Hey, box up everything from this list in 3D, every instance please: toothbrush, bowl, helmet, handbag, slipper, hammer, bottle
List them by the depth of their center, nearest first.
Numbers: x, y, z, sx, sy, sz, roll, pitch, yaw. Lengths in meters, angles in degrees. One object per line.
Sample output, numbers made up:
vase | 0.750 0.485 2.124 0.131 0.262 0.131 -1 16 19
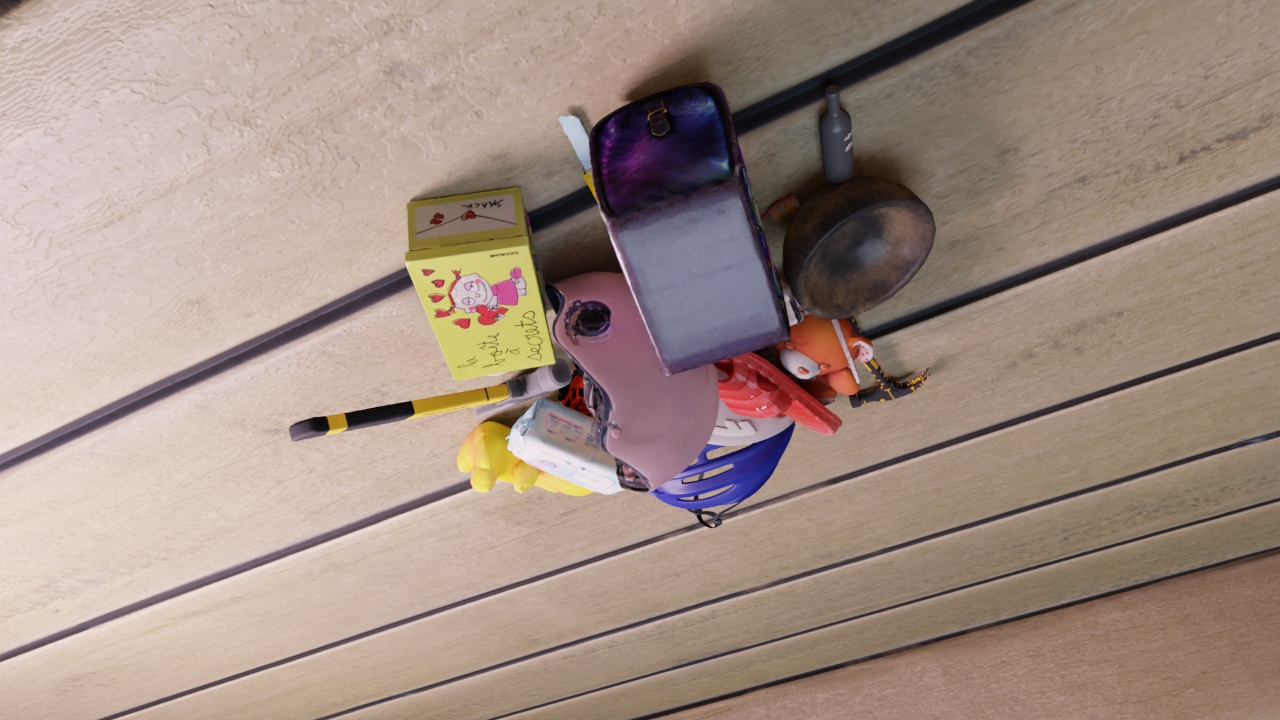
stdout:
handbag | 0.046 -0.119 0.819 0.125 0.221 0.205 -17 124 10
bottle | 0.186 -0.217 0.876 0.030 0.030 0.113 -15 147 7
bowl | 0.221 -0.125 0.967 0.162 0.070 0.162 -16 141 -13
helmet | -0.006 0.006 0.989 0.152 0.255 0.230 -28 151 -2
toothbrush | 0.096 -0.127 1.006 0.185 0.015 0.015 -30 148 30
toothbrush | 0.210 -0.046 1.009 0.010 0.181 0.010 7 137 -21
hammer | -0.245 0.054 1.059 0.323 0.034 0.170 -10 171 -44
slipper | 0.141 0.042 1.107 0.248 0.059 0.104 31 169 -25
slipper | 0.077 0.051 1.197 0.266 0.112 0.081 -7 150 7
hammer | 0.297 -0.014 1.220 0.123 0.036 0.320 -19 148 22
helmet | 0.112 0.152 1.315 0.242 0.147 0.228 -15 143 8

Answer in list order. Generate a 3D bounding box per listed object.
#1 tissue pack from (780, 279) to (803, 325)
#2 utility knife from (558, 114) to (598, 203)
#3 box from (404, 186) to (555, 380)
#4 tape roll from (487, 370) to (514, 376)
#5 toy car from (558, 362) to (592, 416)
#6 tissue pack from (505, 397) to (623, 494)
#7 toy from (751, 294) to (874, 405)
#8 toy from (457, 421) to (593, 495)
tissue pack | 0.108 -0.054 0.964 0.104 0.181 0.071 -23 104 -2
utility knife | -0.036 -0.168 0.909 0.030 0.019 0.219 -24 143 5
box | -0.162 -0.071 0.960 0.124 0.081 0.221 -7 146 -5
tape roll | -0.178 -0.011 1.109 0.093 0.013 0.093 -8 147 -5
toy car | -0.068 0.035 1.179 0.051 0.048 0.100 7 144 -25
tissue pack | -0.078 0.118 1.182 0.182 0.069 0.112 26 156 -9
toy | 0.193 -0.010 1.102 0.164 0.092 0.173 31 157 -5
toy | -0.151 0.135 1.278 0.193 0.087 0.134 9 -174 -21
